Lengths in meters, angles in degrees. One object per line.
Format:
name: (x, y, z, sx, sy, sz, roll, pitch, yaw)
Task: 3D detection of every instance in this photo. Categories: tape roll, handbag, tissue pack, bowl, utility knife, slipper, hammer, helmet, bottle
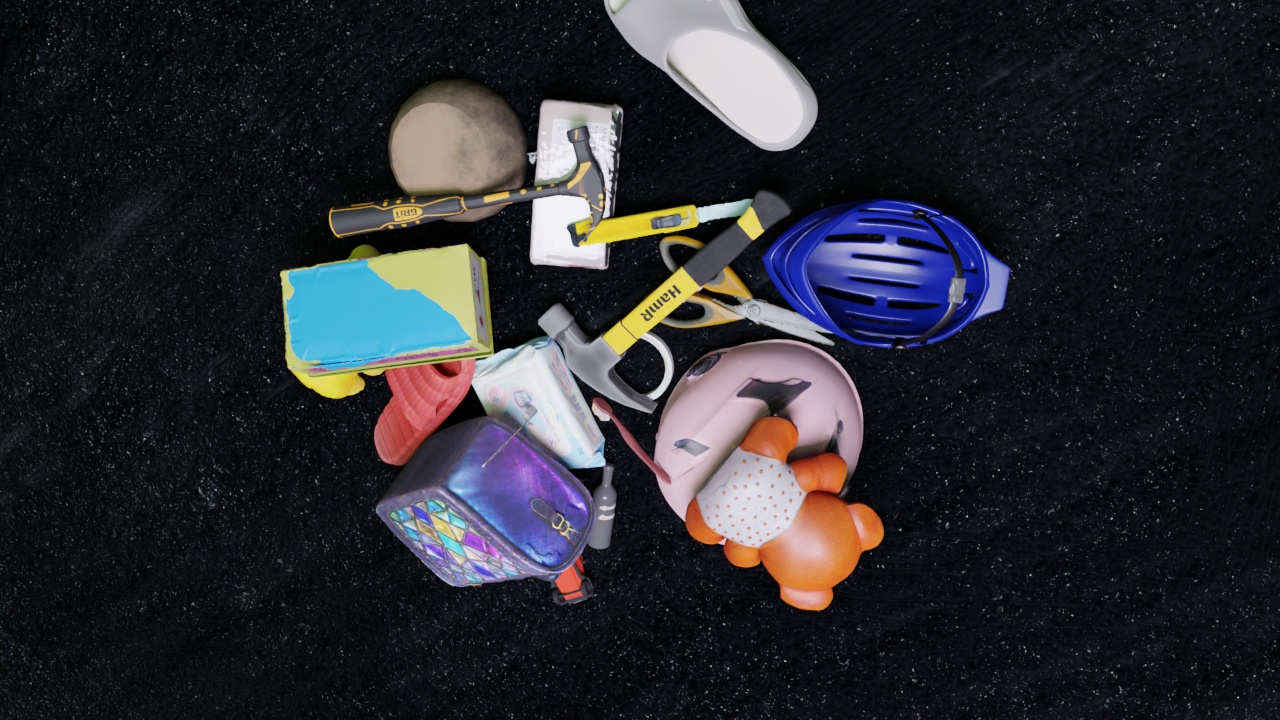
tape roll: (-0.007, 0.006, 1.101, 0.093, 0.013, 0.093, 4, 109, 12)
handbag: (-0.174, 0.187, 1.091, 0.222, 0.125, 0.205, 46, 141, -20)
tissue pack: (-0.125, 0.065, 1.120, 0.112, 0.069, 0.182, -20, 102, 21)
bowl: (-0.214, -0.235, 1.042, 0.162, 0.070, 0.162, 4, 109, 13)
utility knife: (0.028, -0.156, 1.012, 0.218, 0.019, 0.030, -11, 121, -2)
slipper: (-0.280, 0.039, 1.129, 0.249, 0.059, 0.103, -53, 55, 29)
slipper: (0.068, -0.317, 0.939, 0.266, 0.080, 0.113, 44, 115, -3)
hammer: (-0.193, -0.169, 1.003, 0.321, 0.036, 0.123, -6, 107, 14)
tissue pack: (-0.078, -0.199, 1.030, 0.104, 0.071, 0.182, 4, 112, -4)
helmet: (0.129, 0.099, 1.032, 0.256, 0.152, 0.230, -39, 92, 16)
bottle: (-0.047, 0.182, 1.160, 0.030, 0.030, 0.113, 12, 110, 10)
helmet: (0.236, -0.084, 0.896, 0.242, 0.227, 0.148, 8, 100, 10)
hammer: (0.040, -0.073, 1.022, 0.325, 0.034, 0.170, -40, 95, 28)

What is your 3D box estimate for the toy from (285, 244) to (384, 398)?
toy: (-0.364, -0.043, 1.137, 0.194, 0.087, 0.134, -41, 91, 23)

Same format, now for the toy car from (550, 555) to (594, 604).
toy car: (-0.099, 0.266, 1.191, 0.051, 0.048, 0.100, -21, 102, 18)

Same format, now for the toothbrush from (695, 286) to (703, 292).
toothbrush: (0.084, -0.112, 1.037, 0.021, 0.016, 0.135, 42, 112, -5)

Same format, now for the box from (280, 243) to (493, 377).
box: (-0.286, -0.054, 1.039, 0.221, 0.082, 0.124, -10, 81, 5)

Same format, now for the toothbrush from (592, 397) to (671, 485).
toothbrush: (-0.012, 0.094, 1.064, 0.015, 0.184, 0.016, -4, 119, -30)

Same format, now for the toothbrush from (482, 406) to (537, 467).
toothbrush: (-0.143, 0.080, 0.993, 0.010, 0.181, 0.010, 45, 107, -2)

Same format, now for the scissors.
scissors: (0.110, -0.053, 1.037, 0.228, 0.016, 0.134, 28, 118, 3)

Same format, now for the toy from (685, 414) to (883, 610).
toy: (0.146, 0.158, 0.926, 0.172, 0.092, 0.164, 39, 101, 2)
